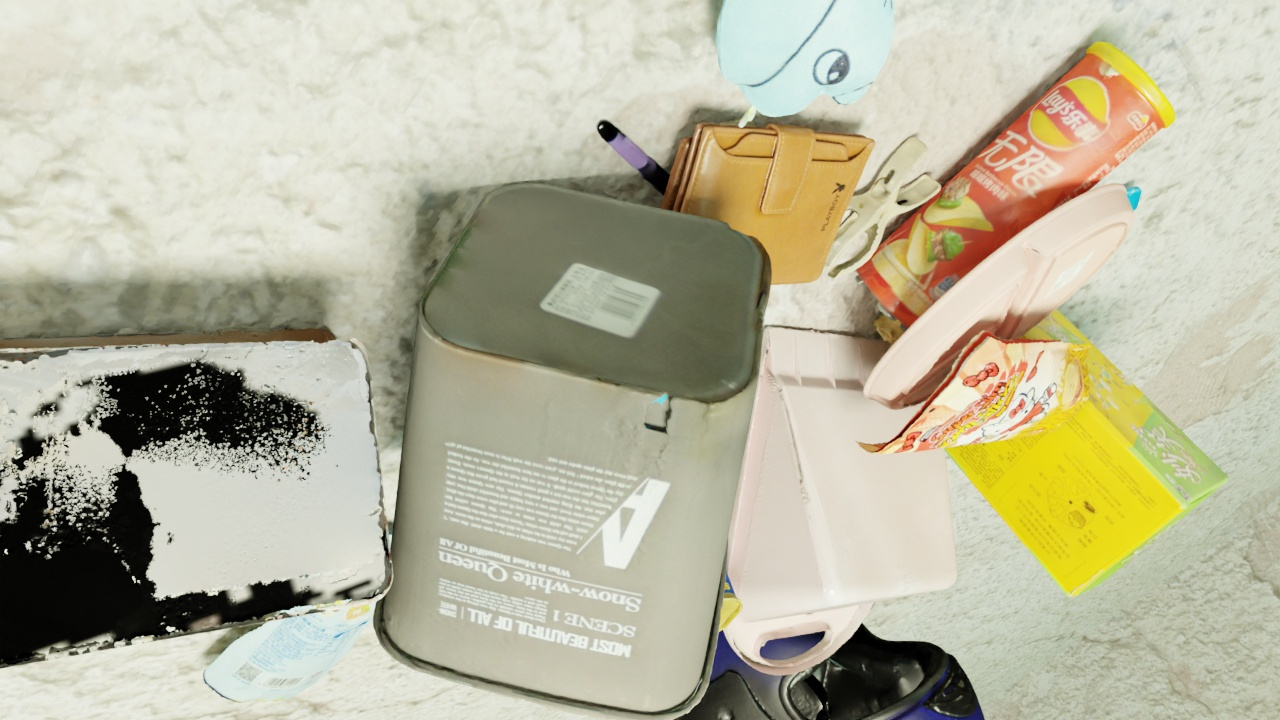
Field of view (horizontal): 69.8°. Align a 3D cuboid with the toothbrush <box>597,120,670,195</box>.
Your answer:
[{"bbox_3d":[0.032,-0.090,0.549,0.014,0.016,0.189,-48,141,9],"label":"toothbrush"}]

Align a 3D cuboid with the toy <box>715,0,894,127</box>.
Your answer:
[{"bbox_3d":[0.084,-0.186,0.437,0.161,0.049,0.156,23,118,-43],"label":"toy"}]

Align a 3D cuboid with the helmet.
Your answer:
[{"bbox_3d":[0.154,0.308,0.921,0.316,0.240,0.246,-26,176,32],"label":"helmet"}]

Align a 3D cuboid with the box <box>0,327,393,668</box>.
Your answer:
[{"bbox_3d":[-0.243,0.063,0.468,0.182,0.155,0.188,-3,166,-29],"label":"box"}]

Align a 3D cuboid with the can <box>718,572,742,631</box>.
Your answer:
[{"bbox_3d":[0.015,0.160,0.691,0.102,0.083,0.057,7,132,-28],"label":"can"}]

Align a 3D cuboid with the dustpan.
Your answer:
[{"bbox_3d":[0.148,0.118,0.765,0.222,0.273,0.139,8,160,-37],"label":"dustpan"}]

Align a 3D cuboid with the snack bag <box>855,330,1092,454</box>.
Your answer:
[{"bbox_3d":[0.263,0.024,0.693,0.207,0.073,0.129,-3,143,-45],"label":"snack bag"}]

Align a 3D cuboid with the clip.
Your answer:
[{"bbox_3d":[0.154,-0.099,0.613,0.100,0.034,0.071,-44,143,6],"label":"clip"}]

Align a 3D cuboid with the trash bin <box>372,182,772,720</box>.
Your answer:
[{"bbox_3d":[-0.031,0.045,0.498,0.199,0.198,0.220,13,130,2],"label":"trash bin"}]

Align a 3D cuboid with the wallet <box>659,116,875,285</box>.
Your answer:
[{"bbox_3d":[0.071,-0.090,0.549,0.131,0.031,0.108,-6,129,-34],"label":"wallet"}]

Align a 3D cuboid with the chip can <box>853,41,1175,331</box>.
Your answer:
[{"bbox_3d":[0.249,-0.110,0.628,0.217,0.073,0.073,-46,142,21],"label":"chip can"}]

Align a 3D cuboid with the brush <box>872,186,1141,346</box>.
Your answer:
[{"bbox_3d":[0.297,-0.076,0.741,0.254,0.046,0.083,-29,142,-7],"label":"brush"}]

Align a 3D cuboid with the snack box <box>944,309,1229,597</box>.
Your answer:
[{"bbox_3d":[0.371,0.078,0.813,0.069,0.210,0.158,-16,146,-30],"label":"snack box"}]

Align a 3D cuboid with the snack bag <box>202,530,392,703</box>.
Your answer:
[{"bbox_3d":[-0.233,0.193,0.697,0.191,0.038,0.110,-42,138,15],"label":"snack bag"}]

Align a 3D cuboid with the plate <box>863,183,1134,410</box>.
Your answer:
[{"bbox_3d":[0.263,-0.037,0.670,0.229,0.028,0.230,-31,159,-14],"label":"plate"}]
